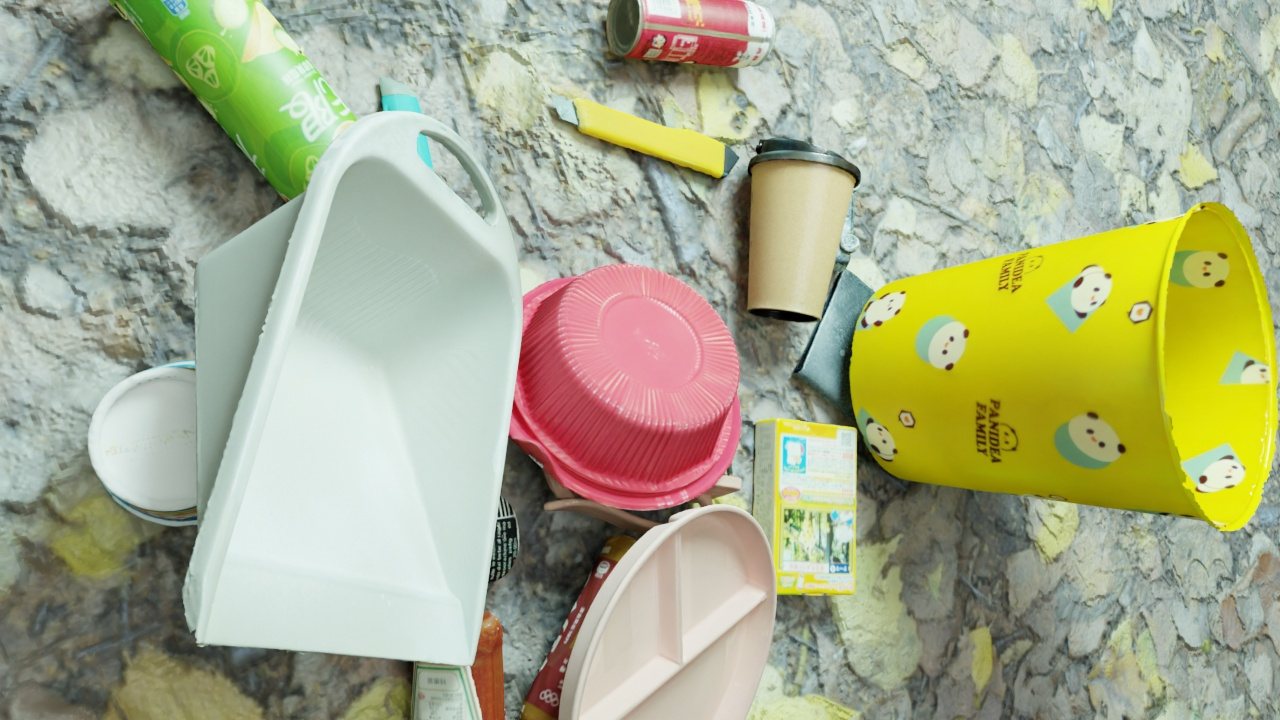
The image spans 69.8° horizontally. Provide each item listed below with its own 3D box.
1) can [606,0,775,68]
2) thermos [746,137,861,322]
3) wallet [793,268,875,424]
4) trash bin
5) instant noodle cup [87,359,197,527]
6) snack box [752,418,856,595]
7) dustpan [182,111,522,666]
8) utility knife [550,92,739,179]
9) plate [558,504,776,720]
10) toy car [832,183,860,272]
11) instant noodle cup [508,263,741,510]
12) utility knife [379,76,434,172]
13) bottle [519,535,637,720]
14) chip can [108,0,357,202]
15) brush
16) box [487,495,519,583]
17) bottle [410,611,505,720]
[{"bbox_3d":[0.042,-0.268,0.741,0.132,0.053,0.053,-6,86,-31],"label":"can"},{"bbox_3d":[0.127,-0.106,0.753,0.093,0.093,0.143,11,86,-28],"label":"thermos"},{"bbox_3d":[0.193,-0.010,0.814,0.097,0.019,0.120,37,64,-20],"label":"wallet"},{"bbox_3d":[0.326,0.011,0.732,0.229,0.256,0.229,4,84,-41],"label":"trash bin"},{"bbox_3d":[-0.248,0.043,0.492,0.099,0.110,0.099,2,83,-21],"label":"instant noodle cup"},{"bbox_3d":[0.136,0.121,0.754,0.086,0.034,0.140,7,78,-29],"label":"snack box"},{"bbox_3d":[-0.120,0.007,0.491,0.143,0.222,0.257,-28,63,9],"label":"dustpan"},{"bbox_3d":[0.006,-0.179,0.730,0.171,0.015,0.033,12,71,-27],"label":"utility knife"},{"bbox_3d":[0.023,0.207,0.629,0.228,0.028,0.230,-18,114,-49],"label":"plate"},{"bbox_3d":[0.173,-0.123,0.805,0.034,0.043,0.090,4,85,4],"label":"toy car"},{"bbox_3d":[-0.004,0.004,0.630,0.193,0.066,0.193,13,54,-19],"label":"instant noodle cup"},{"bbox_3d":[-0.148,-0.090,0.630,0.029,0.013,0.218,-10,85,-33],"label":"utility knife"},{"bbox_3d":[-0.035,0.208,0.628,0.057,0.058,0.174,37,67,-21],"label":"bottle"},{"bbox_3d":[-0.225,-0.158,0.562,0.072,0.073,0.221,-45,105,-27],"label":"chip can"},{"bbox_3d":[-0.003,0.087,0.660,0.145,0.063,0.073,12,68,-27],"label":"brush"},{"bbox_3d":[-0.153,0.120,0.579,0.164,0.051,0.068,-6,100,-31],"label":"box"},{"bbox_3d":[-0.113,0.264,0.577,0.059,0.060,0.206,-1,88,-30],"label":"bottle"}]
